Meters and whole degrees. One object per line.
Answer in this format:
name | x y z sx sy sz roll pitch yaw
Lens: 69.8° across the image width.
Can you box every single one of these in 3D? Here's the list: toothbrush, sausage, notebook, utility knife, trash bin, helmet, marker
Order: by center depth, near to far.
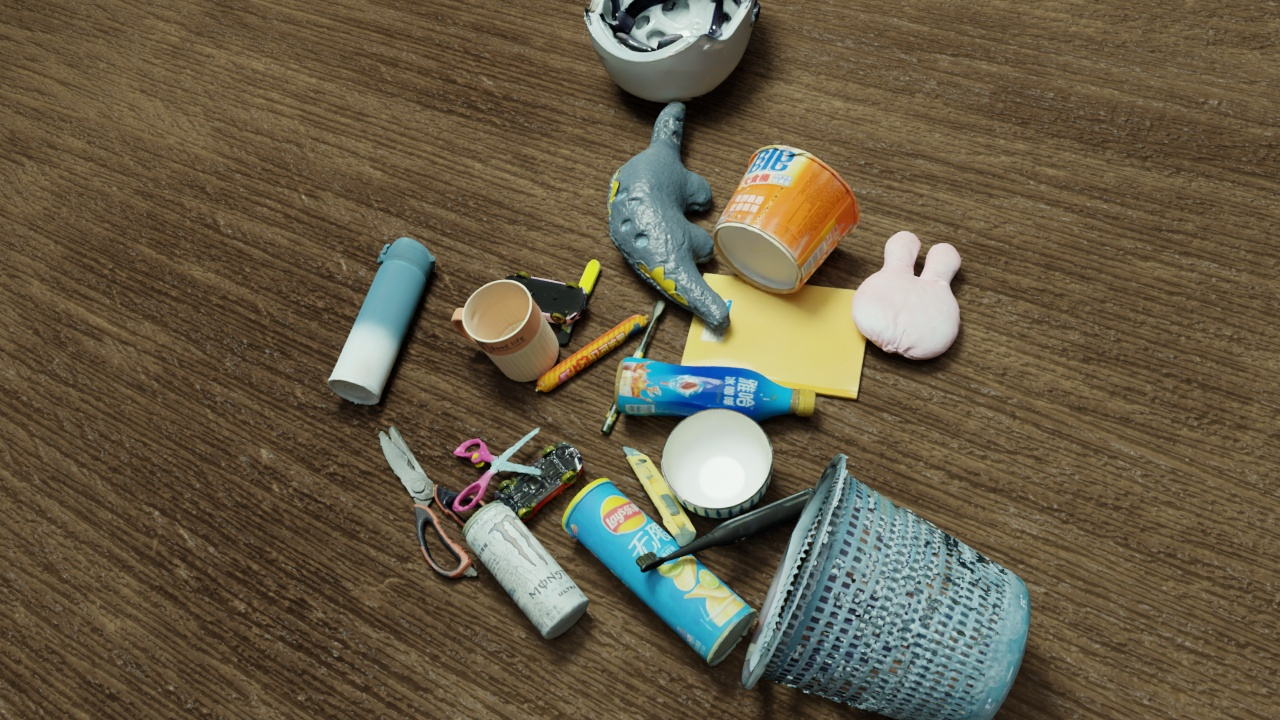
trash bin | 0.222 0.225 0.817 0.195 0.227 0.226 24 66 8
toothbrush | 0.090 0.171 0.919 0.212 0.026 0.027 -15 41 -25
utility knife | 0.018 0.142 0.977 0.031 0.018 0.162 1 27 -28
notebook | 0.160 -0.033 1.079 0.206 0.010 0.145 8 62 15
toothbrush | -0.006 0.006 1.086 0.012 0.017 0.185 17 66 16
sausage | -0.058 -0.010 1.099 0.165 0.021 0.021 -34 60 -10
marker | -0.077 -0.071 1.144 0.018 0.015 0.124 11 66 23
helmet | 0.051 -0.450 1.264 0.229 0.146 0.257 16 55 17

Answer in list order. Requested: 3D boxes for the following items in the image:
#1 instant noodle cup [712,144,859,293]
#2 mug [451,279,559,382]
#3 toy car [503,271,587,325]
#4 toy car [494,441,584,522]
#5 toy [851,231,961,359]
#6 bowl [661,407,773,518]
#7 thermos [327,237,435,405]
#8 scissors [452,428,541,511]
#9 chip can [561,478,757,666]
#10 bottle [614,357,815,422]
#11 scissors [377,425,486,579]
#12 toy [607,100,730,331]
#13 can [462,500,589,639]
instant noodle cup | 0.162 -0.157 1.070 0.151 0.151 0.111 27 70 23
mug | -0.163 -0.034 1.080 0.115 0.106 0.081 6 64 20
toy car | -0.123 -0.074 1.138 0.122 0.037 0.056 13 66 21
toy car | -0.110 0.135 1.018 0.106 0.031 0.049 -40 61 -7
toy | 0.310 -0.074 1.049 0.121 0.054 0.159 21 67 12
bowl | 0.084 0.116 0.974 0.116 0.066 0.116 -5 58 8
thermos | -0.321 -0.054 1.149 0.070 0.070 0.220 7 61 14
scissors | -0.165 0.120 1.024 0.133 0.017 0.135 7 48 34
chip can | 0.016 0.210 0.928 0.210 0.071 0.071 38 73 27
bottle | 0.083 0.036 1.018 0.219 0.065 0.065 5 61 9
scissors | -0.231 0.148 1.044 0.194 0.015 0.206 -3 60 10
toy | 0.027 -0.186 1.148 0.138 0.091 0.355 -4 61 -3
can | -0.120 0.215 0.949 0.058 0.058 0.146 -40 68 -13
